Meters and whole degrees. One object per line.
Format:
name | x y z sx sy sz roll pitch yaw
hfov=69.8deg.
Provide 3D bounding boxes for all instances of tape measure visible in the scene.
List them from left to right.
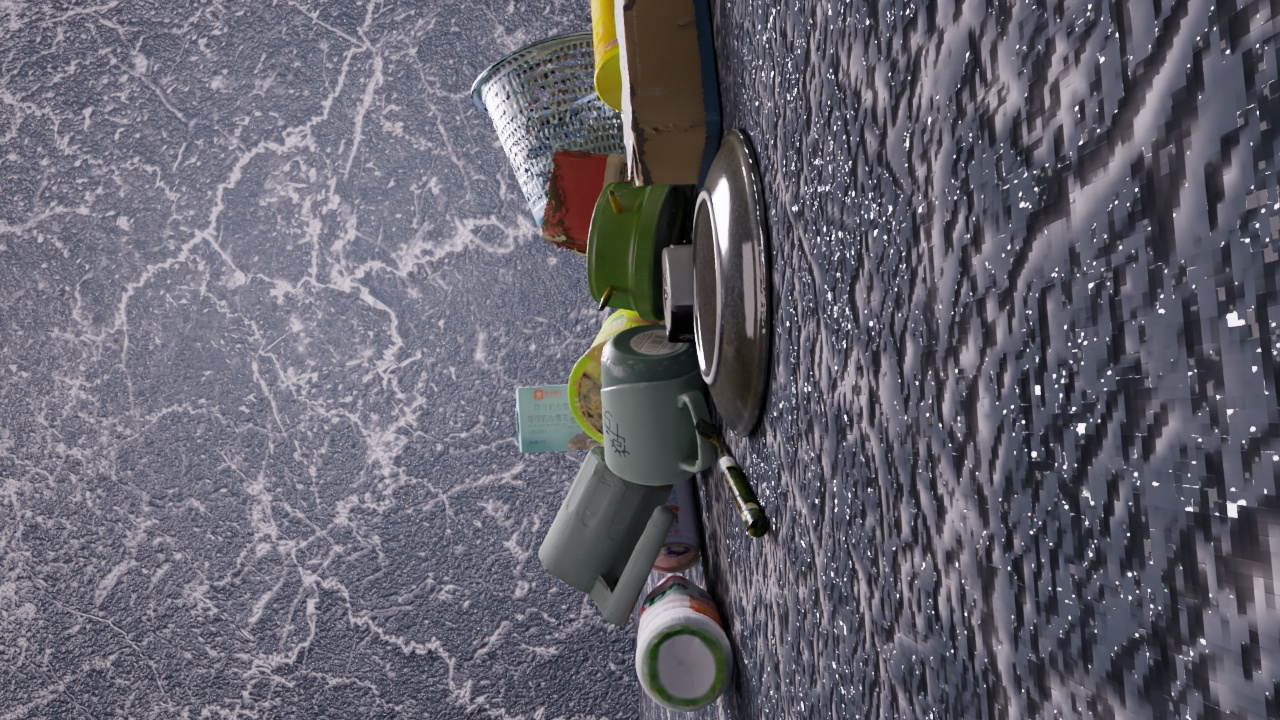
tape measure | 0.033 -0.053 0.680 0.066 0.033 0.065 92 172 -63

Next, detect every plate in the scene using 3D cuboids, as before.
plate | 0.047 -0.043 0.534 0.179 0.024 0.179 174 93 -87

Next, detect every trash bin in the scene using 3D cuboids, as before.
trash bin | -0.082 -0.277 1.175 0.226 0.226 0.195 121 133 -85

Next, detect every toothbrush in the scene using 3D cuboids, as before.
toothbrush | 0.054 0.068 0.576 0.012 0.017 0.185 -55 11 8

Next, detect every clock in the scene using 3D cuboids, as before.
clock | 0.002 -0.095 0.765 0.161 0.056 0.116 -33 -49 -71

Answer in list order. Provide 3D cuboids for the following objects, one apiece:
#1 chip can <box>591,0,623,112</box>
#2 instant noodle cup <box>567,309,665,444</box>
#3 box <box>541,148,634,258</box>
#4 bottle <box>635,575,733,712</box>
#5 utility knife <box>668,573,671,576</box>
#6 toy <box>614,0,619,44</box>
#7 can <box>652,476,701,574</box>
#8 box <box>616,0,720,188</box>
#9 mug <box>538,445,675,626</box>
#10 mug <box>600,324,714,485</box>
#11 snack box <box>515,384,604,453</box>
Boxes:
chip can | -0.015 -0.340 0.912 0.072 0.072 0.213 91 175 -52
instant noodle cup | -0.005 0.005 0.858 0.123 0.112 0.112 -82 -9 -64
box | -0.035 -0.134 0.857 0.168 0.077 0.091 9 -90 -72
bottle | 0.030 0.210 0.721 0.197 0.068 0.068 114 152 -89
utility knife | 0.035 0.181 1.014 0.033 0.015 0.215 -108 18 -74
toy | 0.006 -0.328 0.760 0.156 0.050 0.161 -63 -18 -89
can | 0.023 0.125 0.846 0.053 0.053 0.134 90 175 -48
box | 0.016 -0.202 0.626 0.090 0.061 0.184 95 169 -73
mug | -0.020 0.143 0.765 0.124 0.083 0.103 38 106 58
mug | 0.018 0.037 0.716 0.112 0.082 0.106 33 132 47
snack box | -0.051 0.062 1.035 0.051 0.175 0.074 86 180 -87
